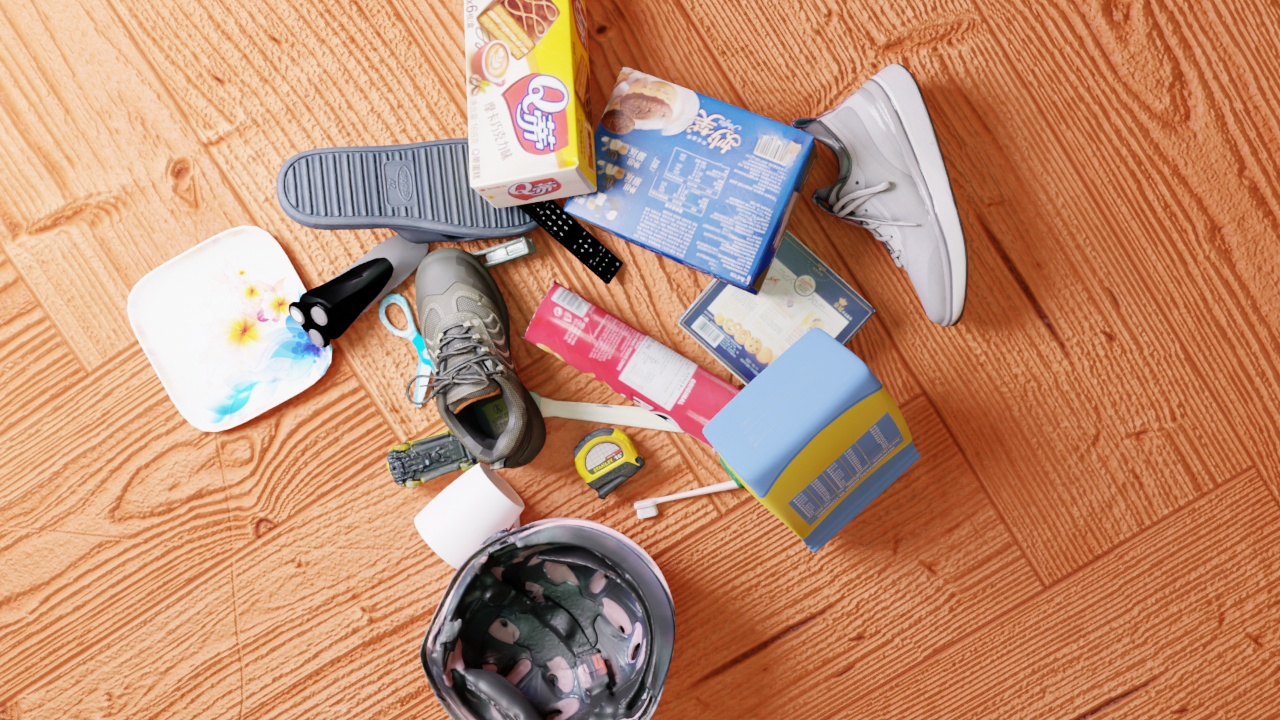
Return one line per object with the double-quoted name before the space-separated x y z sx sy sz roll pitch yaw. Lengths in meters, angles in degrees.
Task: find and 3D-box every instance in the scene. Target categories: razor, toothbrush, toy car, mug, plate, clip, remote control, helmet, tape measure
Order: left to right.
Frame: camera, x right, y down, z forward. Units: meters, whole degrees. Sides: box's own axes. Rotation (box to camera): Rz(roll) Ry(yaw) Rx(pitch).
"plate" -0.436 -0.033 0.981 0.187 0.016 0.187 -27 93 4
"razor" -0.288 -0.080 0.956 0.156 0.060 0.057 -41 102 -15
"toy car" -0.216 0.101 0.977 0.107 0.030 0.049 -16 93 -7
"mug" -0.166 0.171 0.966 0.087 0.081 0.114 -45 123 -1
"clip" -0.148 -0.110 0.951 0.078 0.049 0.023 -17 92 -3
"helmet" -0.078 0.270 0.925 0.230 0.152 0.255 38 96 5
"remote control" -0.077 -0.134 0.938 0.140 0.009 0.030 41 65 -18
"tape measure" -0.036 0.102 0.967 0.065 0.037 0.064 -40 93 4
"toothbrush" 0.082 0.139 0.977 0.181 0.015 0.018 -14 101 4

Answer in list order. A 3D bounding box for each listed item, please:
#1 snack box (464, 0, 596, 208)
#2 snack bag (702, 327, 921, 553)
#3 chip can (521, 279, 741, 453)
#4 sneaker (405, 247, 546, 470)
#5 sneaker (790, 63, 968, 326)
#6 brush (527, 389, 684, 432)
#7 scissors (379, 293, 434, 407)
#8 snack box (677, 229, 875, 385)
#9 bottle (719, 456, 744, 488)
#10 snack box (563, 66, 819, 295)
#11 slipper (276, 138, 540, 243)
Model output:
"snack box" -0.106 -0.272 0.888 0.110 0.061 0.230 -7 78 13
"snack bag" 0.182 0.092 0.898 0.159 0.102 0.205 -43 128 1
"chip can" -0.006 0.005 0.941 0.233 0.073 0.073 30 95 0
"sneaker" -0.177 0.006 0.898 0.101 0.142 0.238 -22 93 9
"sneaker" 0.244 -0.149 0.914 0.129 0.096 0.263 -19 95 15
"brush" -0.053 0.055 0.978 0.217 0.012 0.033 6 94 0
"scissors" -0.215 -0.016 0.978 0.114 0.013 0.140 -23 91 2
"snack box" 0.138 -0.046 0.944 0.144 0.042 0.145 42 95 -1
"bottle" 0.136 0.085 0.954 0.111 0.043 0.043 -36 93 -1
"snack box" 0.050 -0.175 0.899 0.203 0.069 0.155 24 96 15
"slipper" -0.226 -0.167 0.925 0.263 0.083 0.101 -2 85 -20
